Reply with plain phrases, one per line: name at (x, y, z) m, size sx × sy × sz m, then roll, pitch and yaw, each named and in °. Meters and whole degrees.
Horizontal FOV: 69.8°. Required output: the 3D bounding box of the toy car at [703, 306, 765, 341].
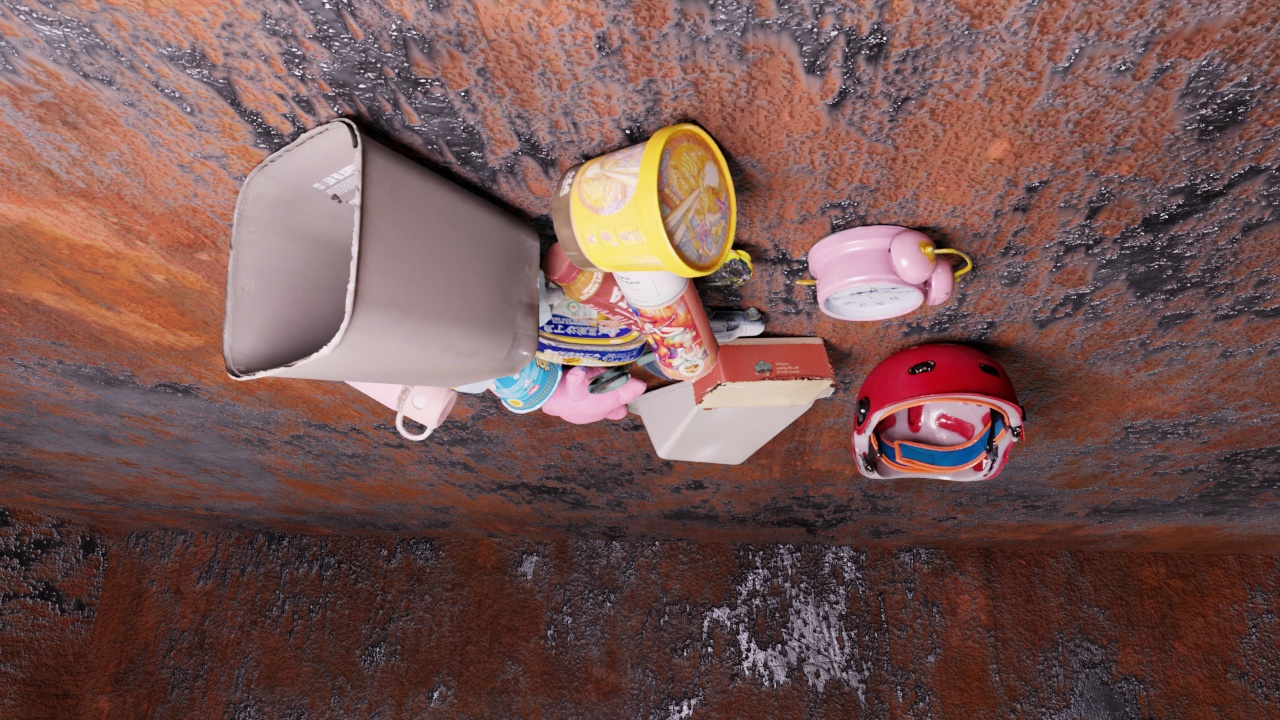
toy car at (0.102, -0.042, 1.083) m, size 0.090 × 0.034 × 0.043 m, roll 0°, pitch 158°, yaw 2°

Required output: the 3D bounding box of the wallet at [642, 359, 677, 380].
wallet at (0.070, -0.002, 1.204) m, size 0.115 × 0.033 × 0.090 m, roll -11°, pitch 159°, yaw 32°

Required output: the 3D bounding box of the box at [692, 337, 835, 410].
box at (0.151, 0.024, 1.146) m, size 0.168 × 0.077 × 0.092 m, roll -1°, pitch 155°, yaw -22°

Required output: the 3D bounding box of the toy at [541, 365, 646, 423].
toy at (-0.089, 0.044, 1.284) m, size 0.178 × 0.074 × 0.195 m, roll 5°, pitch 161°, yaw -10°

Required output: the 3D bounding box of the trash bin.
trash bin at (-0.220, -0.072, 0.819) m, size 0.199 × 0.198 × 0.219 m, roll -12°, pitch 164°, yaw 39°

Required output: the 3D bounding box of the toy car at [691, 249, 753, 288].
toy car at (0.066, -0.097, 0.929) m, size 0.105 × 0.032 × 0.048 m, roll -1°, pitch 157°, yaw 46°

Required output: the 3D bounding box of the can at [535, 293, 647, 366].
can at (-0.062, -0.036, 1.056) m, size 0.148 × 0.074 × 0.049 m, roll 4°, pitch 158°, yaw -8°

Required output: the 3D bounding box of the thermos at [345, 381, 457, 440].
thermos at (-0.324, 0.019, 1.111) m, size 0.198 × 0.087 × 0.067 m, roll 31°, pitch -172°, yaw 0°

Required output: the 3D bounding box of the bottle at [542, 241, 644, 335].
bottle at (-0.030, -0.075, 0.963) m, size 0.058 × 0.057 × 0.174 m, roll -12°, pitch 157°, yaw 36°

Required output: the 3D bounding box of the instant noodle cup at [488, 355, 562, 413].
instant noodle cup at (-0.169, 0.001, 1.159) m, size 0.099 × 0.099 × 0.110 m, roll -8°, pitch 150°, yaw 28°

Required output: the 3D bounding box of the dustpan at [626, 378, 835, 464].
dustpan at (0.106, 0.057, 1.362) m, size 0.222 × 0.142 × 0.258 m, roll 9°, pitch 135°, yaw -36°

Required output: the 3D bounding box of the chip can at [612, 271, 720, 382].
chip can at (0.023, -0.062, 0.908) m, size 0.071 × 0.071 × 0.215 m, roll -4°, pitch 147°, yaw 17°

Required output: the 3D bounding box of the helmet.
helmet at (0.371, 0.049, 1.159) m, size 0.207 × 0.143 × 0.240 m, roll 1°, pitch 147°, yaw 3°

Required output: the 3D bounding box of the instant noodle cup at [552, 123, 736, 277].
instant noodle cup at (0.001, -0.123, 0.747) m, size 0.115 × 0.118 × 0.118 m, roll -3°, pitch 162°, yaw 37°

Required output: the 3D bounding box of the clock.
clock at (0.243, -0.086, 0.899) m, size 0.159 × 0.059 × 0.117 m, roll -12°, pitch 157°, yaw 31°

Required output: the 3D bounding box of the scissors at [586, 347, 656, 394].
scissors at (-0.007, 0.006, 1.113) m, size 0.171 × 0.019 × 0.178 m, roll -21°, pitch -171°, yaw 25°

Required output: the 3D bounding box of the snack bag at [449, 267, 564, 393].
snack bag at (-0.169, -0.043, 0.996) m, size 0.110 × 0.038 × 0.191 m, roll 33°, pitch 122°, yaw -18°
